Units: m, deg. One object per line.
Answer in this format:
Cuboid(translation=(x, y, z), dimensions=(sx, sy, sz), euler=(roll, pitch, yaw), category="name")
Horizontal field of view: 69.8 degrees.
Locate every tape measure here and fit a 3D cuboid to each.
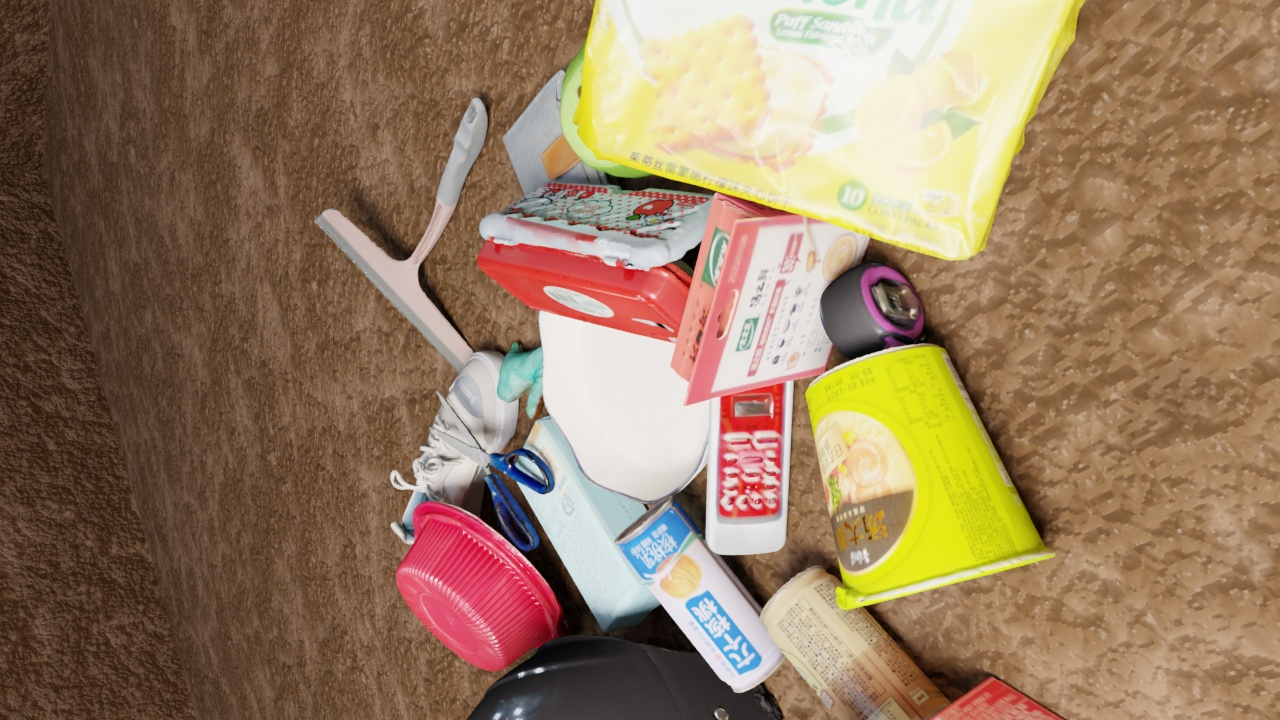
Cuboid(translation=(0.133, -0.027, 0.518), dimensions=(0.039, 0.057, 0.057), euler=(-38, 66, 47), category="tape measure")

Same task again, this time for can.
Cuboid(translation=(0.131, 0.188, 0.567), dimensions=(0.116, 0.058, 0.059), euler=(48, 131, 33), category="can")
Cuboid(translation=(0.043, 0.163, 0.642), dimensions=(0.134, 0.053, 0.053), euler=(52, 137, 2), category="can")

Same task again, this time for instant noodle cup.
Cuboid(translation=(-0.159, 0.222, 0.858), dimensions=(0.194, 0.065, 0.194), euler=(26, 141, 23), category="instant noodle cup")
Cuboid(translation=(0.144, 0.060, 0.495), dimensions=(0.112, 0.111, 0.123), euler=(-35, 63, 48), category="instant noodle cup")

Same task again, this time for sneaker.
Cuboid(translation=(-0.193, 0.091, 0.910), dimensions=(0.089, 0.090, 0.243), euler=(46, 130, 32), category="sneaker")

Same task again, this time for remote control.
Cuboid(translation=(0.073, 0.066, 0.614), dimensions=(0.020, 0.056, 0.136), euler=(-122, 32, -75), category="remote control")

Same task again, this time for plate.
Cuboid(translation=(-0.004, 0.004, 0.699), dimensions=(0.205, 0.045, 0.205), euler=(13, 107, 48), category="plate")

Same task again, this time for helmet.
Cuboid(translation=(-0.025, 0.340, 0.664), dimensions=(0.274, 0.229, 0.234), euler=(57, 138, 16), category="helmet")

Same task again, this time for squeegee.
Cuboid(translation=(-0.196, -0.153, 0.899), dimensions=(0.247, 0.040, 0.250), euler=(45, 126, 14), category="squeegee")

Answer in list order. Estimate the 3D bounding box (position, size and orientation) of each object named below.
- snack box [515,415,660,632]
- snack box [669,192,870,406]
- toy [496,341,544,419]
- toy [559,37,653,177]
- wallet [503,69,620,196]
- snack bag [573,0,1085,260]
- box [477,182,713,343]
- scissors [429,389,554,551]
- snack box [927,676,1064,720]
Cuboid(translation=(-0.040, 0.131, 0.765), dimensions=(0.174, 0.051, 0.074), euler=(55, 137, 28), category="snack box")
Cuboid(translation=(0.070, -0.040, 0.536), dimensions=(0.044, 0.126, 0.113), euler=(37, 125, 39), category="snack box")
Cuboid(translation=(-0.096, 0.013, 0.808), dimensions=(0.092, 0.030, 0.096), euler=(-20, 47, 40), category="toy")
Cuboid(translation=(0.033, -0.193, 0.571), dimensions=(0.248, 0.089, 0.227), euler=(-29, 89, 45), category="toy")
Cuboid(translation=(-0.064, -0.153, 0.742), dimensions=(0.107, 0.036, 0.129), euler=(-37, 70, 48), category="wallet")
Cuboid(translation=(0.088, -0.156, 0.465), dimensions=(0.246, 0.068, 0.158), euler=(19, 116, 12), category="snack bag")
Cuboid(translation=(-0.022, -0.082, 0.623), dimensions=(0.202, 0.095, 0.098), euler=(16, 74, 46), category="box")
Cuboid(translation=(-0.129, 0.090, 0.799), dimensions=(0.164, 0.012, 0.162), euler=(-24, 88, 47), category="scissors")
Cuboid(translation=(0.137, 0.227, 0.452), dimensions=(0.058, 0.207, 0.057), euler=(28, 118, 44), category="snack box")
